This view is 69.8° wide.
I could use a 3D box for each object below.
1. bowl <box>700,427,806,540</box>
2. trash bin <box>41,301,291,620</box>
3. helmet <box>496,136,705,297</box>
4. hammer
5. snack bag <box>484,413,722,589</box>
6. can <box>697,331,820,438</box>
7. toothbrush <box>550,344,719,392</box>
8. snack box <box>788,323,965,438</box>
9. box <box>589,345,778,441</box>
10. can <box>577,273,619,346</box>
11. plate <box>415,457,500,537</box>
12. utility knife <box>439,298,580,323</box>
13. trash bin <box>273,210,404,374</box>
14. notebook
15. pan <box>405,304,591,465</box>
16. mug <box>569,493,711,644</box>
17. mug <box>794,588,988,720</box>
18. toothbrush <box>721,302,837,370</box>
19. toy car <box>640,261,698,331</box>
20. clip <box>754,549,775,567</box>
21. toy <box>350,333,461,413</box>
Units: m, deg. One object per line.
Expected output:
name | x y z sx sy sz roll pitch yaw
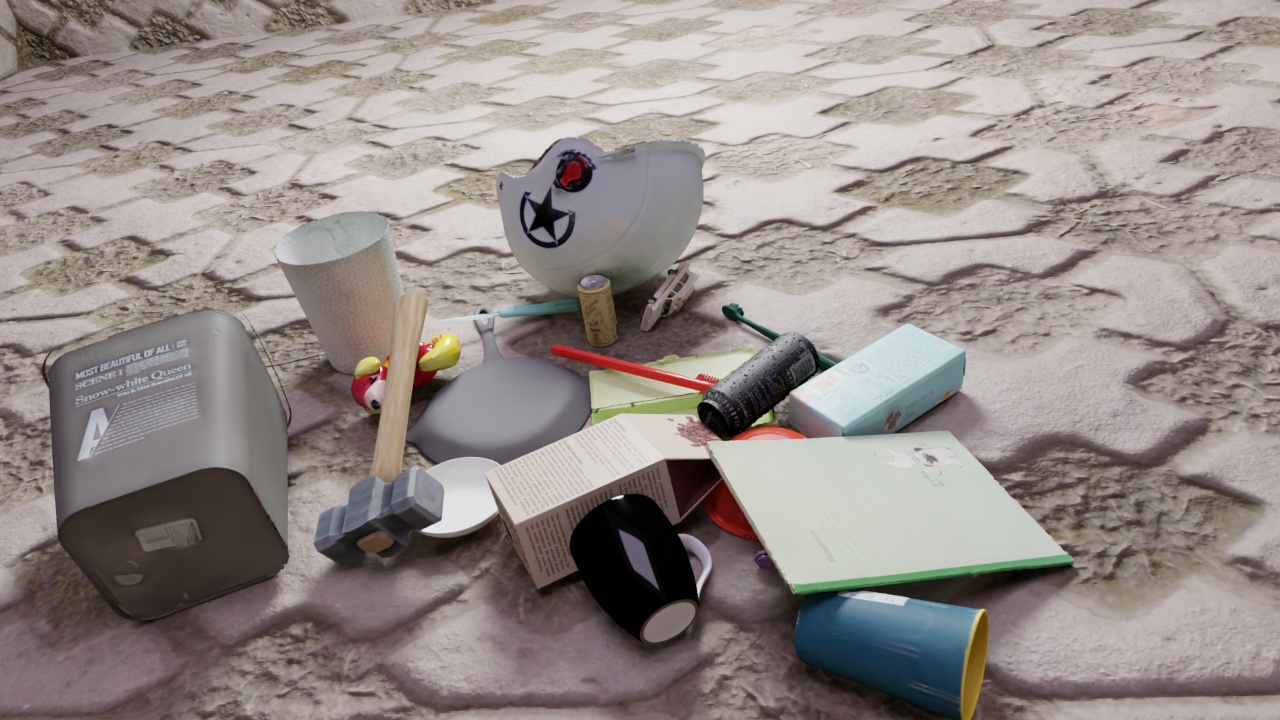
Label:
bowl | 0.116 0.102 0.834 0.130 0.045 0.130 -6 35 4
trash bin | -0.435 0.097 0.861 0.197 0.198 0.220 -19 42 -13
helmet | -0.037 -0.165 1.127 0.264 0.163 0.236 -13 -6 25
hammer | -0.244 0.047 0.914 0.117 0.051 0.322 -26 42 20
snack bag | -0.021 0.108 0.821 0.206 0.070 0.094 -23 29 -16
can | 0.118 0.023 0.902 0.137 0.054 0.054 -34 41 -29
toothbrush | -0.006 0.006 0.986 0.213 0.012 0.017 13 43 28
snack box | 0.234 0.030 0.904 0.174 0.053 0.075 -29 38 -24
box | 0.040 0.042 0.957 0.187 0.024 0.137 -10 40 0
can | -0.049 -0.059 1.077 0.038 0.080 0.038 -6 34 4
plate | -0.173 0.135 0.873 0.104 0.026 0.104 -7 35 4
utility knife | -0.162 -0.061 1.147 0.177 0.016 0.022 -7 35 -12
trash bin | -0.346 -0.078 1.105 0.133 0.161 0.133 -6 34 4
notebook | 0.200 0.117 0.758 0.252 0.010 0.181 -1 31 -19
pan | -0.165 0.016 1.047 0.216 0.024 0.354 -15 34 -7
mug | 0.014 0.171 0.741 0.118 0.085 0.100 4 34 -35
mug | 0.177 0.201 0.653 0.121 0.078 0.077 8 38 31
toothbrush | 0.158 -0.026 1.037 0.017 0.016 0.190 -24 37 -28
toy car | 0.037 -0.077 1.124 0.039 0.039 0.112 25 44 10
clip | 0.126 0.165 0.770 0.050 0.014 0.046 -28 41 -30
toy | -0.266 0.008 1.041 0.137 0.067 0.106 -35 18 -28
